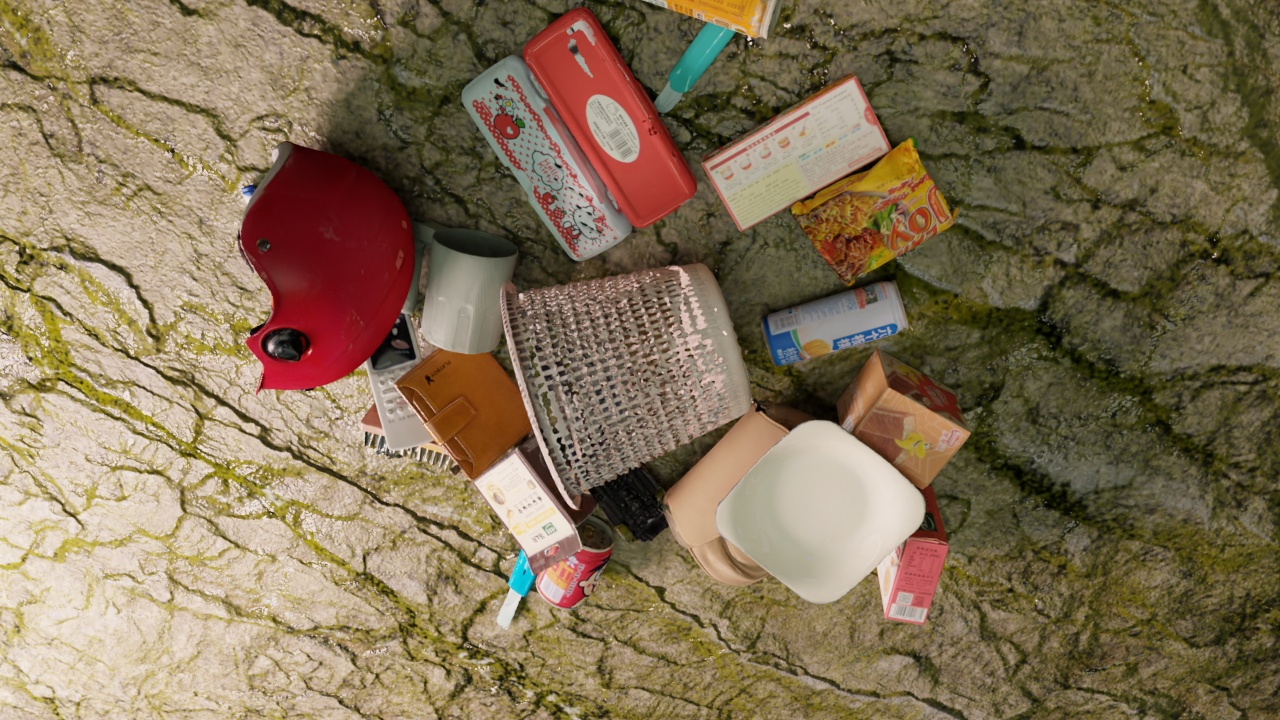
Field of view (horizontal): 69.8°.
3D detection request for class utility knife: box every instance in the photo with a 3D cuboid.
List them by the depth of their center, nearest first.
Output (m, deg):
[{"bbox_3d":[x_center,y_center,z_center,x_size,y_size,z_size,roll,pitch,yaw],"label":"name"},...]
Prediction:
[{"bbox_3d":[0.066,-0.291,0.814,0.029,0.013,0.179,37,118,-8],"label":"utility knife"},{"bbox_3d":[-0.135,0.248,1.096,0.034,0.018,0.209,22,118,-4],"label":"utility knife"}]

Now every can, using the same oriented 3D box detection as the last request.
[{"bbox_3d":[0.047,-0.318,0.766,0.146,0.058,0.058,21,116,7],"label":"can"},{"bbox_3d":[0.189,-0.037,0.897,0.135,0.053,0.053,-16,112,14],"label":"can"},{"bbox_3d":[-0.074,0.230,1.051,0.066,0.066,0.094,23,116,-4],"label":"can"}]

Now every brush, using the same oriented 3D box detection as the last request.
[{"bbox_3d":[-0.226,0.075,0.999,0.145,0.063,0.073,17,114,-2],"label":"brush"}]

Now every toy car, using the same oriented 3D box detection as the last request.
[{"bbox_3d":[-0.024,0.134,1.007,0.070,0.042,0.158,-38,108,-7],"label":"toy car"}]

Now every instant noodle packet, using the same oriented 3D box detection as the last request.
[{"bbox_3d":[0.218,-0.133,0.843,0.129,0.044,0.111,-30,128,20],"label":"instant noodle packet"}]

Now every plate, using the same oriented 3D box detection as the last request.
[{"bbox_3d":[0.173,0.143,0.893,0.164,0.034,0.164,39,108,-9],"label":"plate"}]

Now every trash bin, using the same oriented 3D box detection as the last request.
[{"bbox_3d":[-0.006,0.005,0.869,0.192,0.227,0.227,-18,112,1],"label":"trash bin"}]

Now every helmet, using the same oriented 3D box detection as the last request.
[{"bbox_3d":[-0.290,-0.076,0.867,0.144,0.206,0.240,6,120,-15],"label":"helmet"}]

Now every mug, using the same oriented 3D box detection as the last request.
[{"bbox_3d":[-0.187,-0.076,0.914,0.124,0.083,0.103,23,114,21],"label":"mug"}]

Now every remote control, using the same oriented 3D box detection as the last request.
[{"bbox_3d":[-0.254,0.018,0.961,0.058,0.021,0.150,-16,90,-6],"label":"remote control"}]

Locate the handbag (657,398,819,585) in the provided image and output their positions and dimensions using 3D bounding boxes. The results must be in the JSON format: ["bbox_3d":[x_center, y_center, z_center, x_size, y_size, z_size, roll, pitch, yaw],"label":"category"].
[{"bbox_3d":[0.125,0.144,0.964,0.147,0.099,0.205,37,109,-17],"label":"handbag"}]

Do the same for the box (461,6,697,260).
[{"bbox_3d":[-0.057,-0.203,0.856,0.161,0.049,0.201,-28,108,23],"label":"box"}]

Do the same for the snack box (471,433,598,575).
[{"bbox_3d":[-0.112,0.155,0.990,0.125,0.053,0.114,52,137,-1],"label":"snack box"}]

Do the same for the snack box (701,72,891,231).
[{"bbox_3d":[0.142,-0.189,0.845,0.156,0.027,0.077,-27,110,18],"label":"snack box"}]

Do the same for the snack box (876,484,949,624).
[{"bbox_3d":[0.284,0.189,0.960,0.044,0.113,0.127,9,116,4],"label":"snack box"}]

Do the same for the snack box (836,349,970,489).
[{"bbox_3d":[0.258,0.056,0.911,0.094,0.092,0.077,28,115,-6],"label":"snack box"}]

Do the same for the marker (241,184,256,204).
[{"bbox_3d":[-0.375,-0.112,0.953,0.017,0.016,0.146,-14,113,13],"label":"marker"}]

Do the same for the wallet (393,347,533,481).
[{"bbox_3d":[-0.184,0.049,0.957,0.130,0.118,0.035,54,148,-12],"label":"wallet"}]
